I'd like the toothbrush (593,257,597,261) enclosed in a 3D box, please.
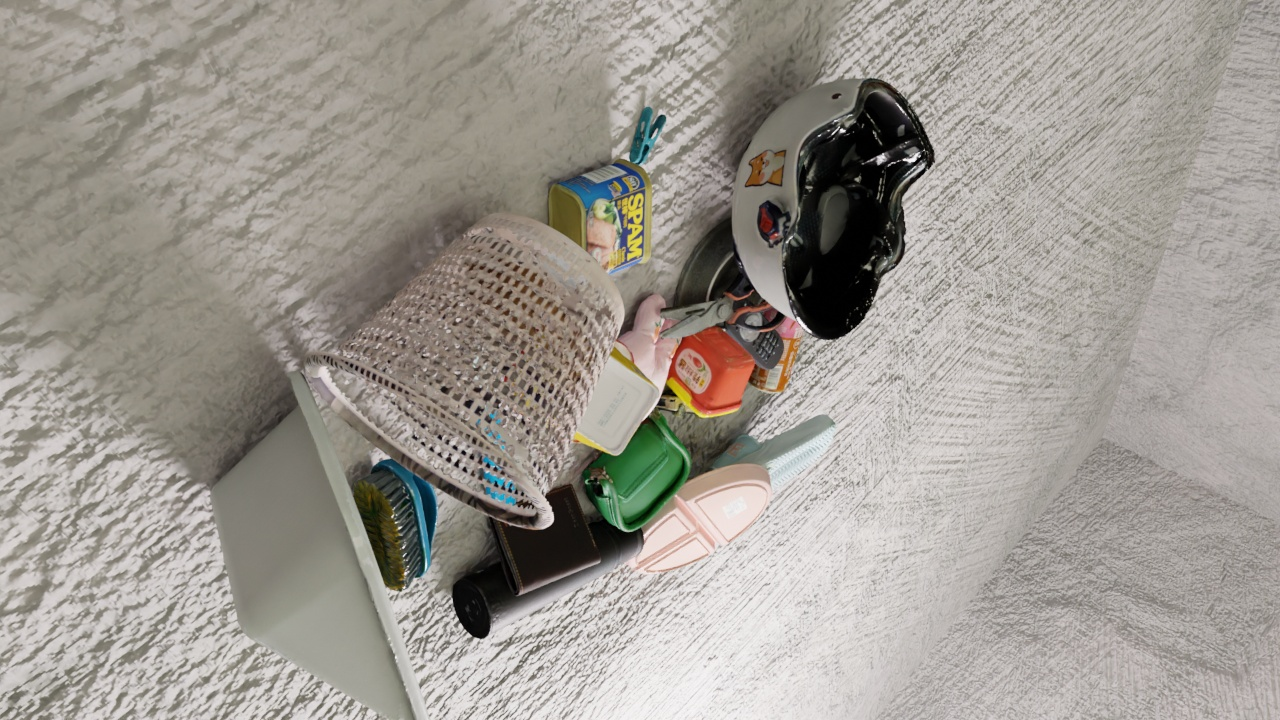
[{"bbox_3d":[-0.043,-0.054,0.888,0.016,0.015,0.190,-28,164,-8],"label":"toothbrush"}]

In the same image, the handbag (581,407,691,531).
[{"bbox_3d":[-0.006,0.128,1.084,0.131,0.068,0.120,-45,145,-17],"label":"handbag"}]

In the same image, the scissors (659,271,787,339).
[{"bbox_3d":[0.103,-0.072,1.053,0.202,0.015,0.204,38,74,-42],"label":"scissors"}]

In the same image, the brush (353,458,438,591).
[{"bbox_3d":[-0.220,0.147,0.855,0.073,0.055,0.144,-44,145,-45],"label":"brush"}]

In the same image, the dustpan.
[{"bbox_3d":[-0.219,0.138,0.711,0.142,0.222,0.258,-42,134,-1],"label":"dustpan"}]

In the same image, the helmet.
[{"bbox_3d":[0.186,-0.175,1.008,0.229,0.157,0.274,3,107,-46],"label":"helmet"}]

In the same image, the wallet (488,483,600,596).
[{"bbox_3d":[-0.105,0.196,1.014,0.122,0.020,0.096,-12,80,-46],"label":"wallet"}]

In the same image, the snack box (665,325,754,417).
[{"bbox_3d":[0.082,0.010,1.074,0.081,0.091,0.080,-9,134,-46],"label":"snack box"}]

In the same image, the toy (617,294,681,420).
[{"bbox_3d":[-0.006,0.006,1.011,0.159,0.054,0.121,-60,146,-8],"label":"toy"}]

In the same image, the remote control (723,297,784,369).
[{"bbox_3d":[0.136,-0.034,1.127,0.136,0.024,0.053,42,75,-45],"label":"remote control"}]

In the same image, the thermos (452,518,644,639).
[{"bbox_3d":[-0.103,0.249,1.067,0.241,0.068,0.090,-15,146,-45],"label":"thermos"}]

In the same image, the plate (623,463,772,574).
[{"bbox_3d":[0.078,0.216,1.216,0.229,0.028,0.230,-22,147,-15],"label":"plate"}]

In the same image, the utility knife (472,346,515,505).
[{"bbox_3d":[-0.148,0.073,0.914,0.034,0.018,0.217,-40,142,-39],"label":"utility knife"}]

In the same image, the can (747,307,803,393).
[{"bbox_3d":[0.181,-0.032,1.202,0.057,0.058,0.147,-16,128,-44],"label":"can"}]

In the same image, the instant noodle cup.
[{"bbox_3d":[-0.052,0.026,0.878,0.116,0.124,0.116,35,88,-30],"label":"instant noodle cup"}]

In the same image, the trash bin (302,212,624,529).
[{"bbox_3d":[-0.121,-0.003,0.745,0.191,0.228,0.228,-58,147,-23],"label":"trash bin"}]

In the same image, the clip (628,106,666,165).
[{"bbox_3d":[0.005,-0.216,0.887,0.038,0.013,0.055,12,105,-53],"label":"clip"}]

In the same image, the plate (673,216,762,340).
[{"bbox_3d":[0.109,-0.090,1.100,0.179,0.024,0.180,-30,136,-34],"label":"plate"}]

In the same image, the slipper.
[{"bbox_3d":[0.163,0.139,1.288,0.245,0.074,0.104,-29,147,-11],"label":"slipper"}]

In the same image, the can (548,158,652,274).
[{"bbox_3d":[-0.038,-0.128,0.864,0.083,0.057,0.102,-27,134,-33],"label":"can"}]

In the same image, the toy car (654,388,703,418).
[{"bbox_3d":[0.047,0.052,1.117,0.090,0.042,0.035,5,90,-57],"label":"toy car"}]
